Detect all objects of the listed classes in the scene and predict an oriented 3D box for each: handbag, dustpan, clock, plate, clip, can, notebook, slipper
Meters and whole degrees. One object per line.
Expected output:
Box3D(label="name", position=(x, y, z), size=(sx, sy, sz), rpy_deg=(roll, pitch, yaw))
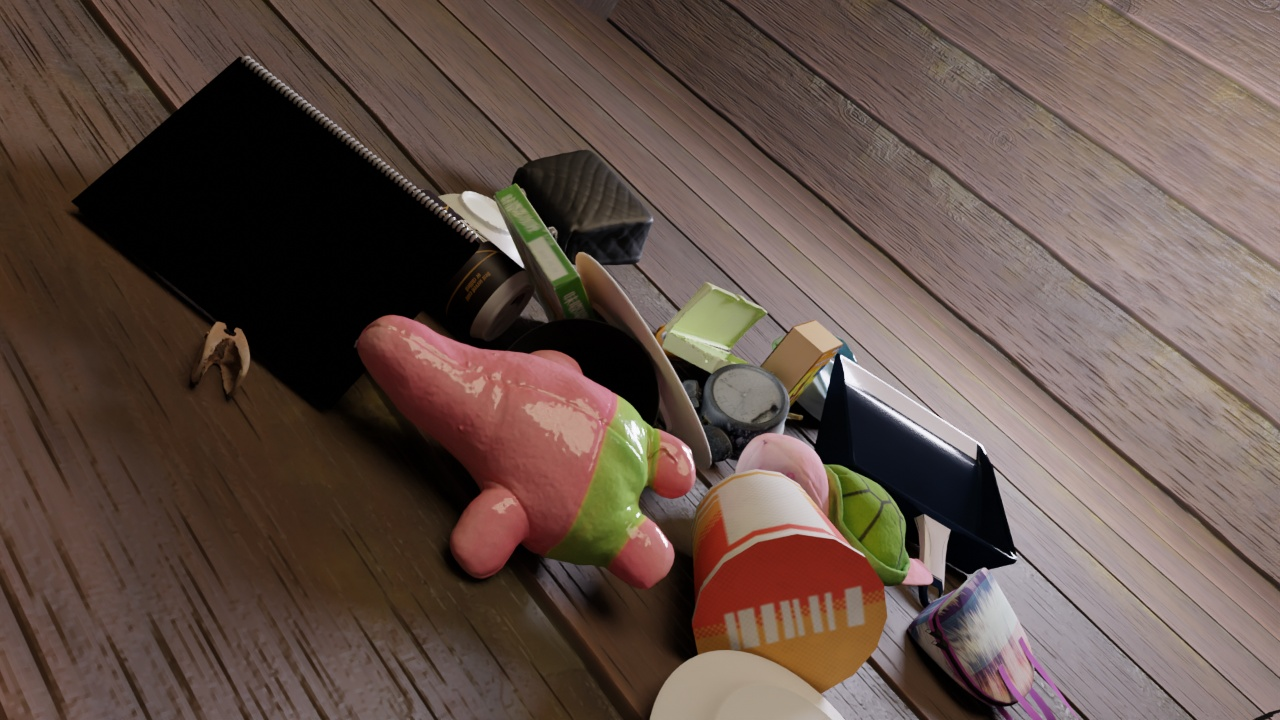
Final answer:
Box3D(label="handbag", position=(-0.078, -0.163, 1.080), size=(0.124, 0.115, 0.153), rpy_deg=(-13, 53, -33))
Box3D(label="handbag", position=(0.324, 0.277, 0.805), size=(0.144, 0.068, 0.170), rpy_deg=(-11, 58, -53))
Box3D(label="dustpan", position=(0.300, 0.142, 0.978), size=(0.236, 0.080, 0.272), rpy_deg=(30, 57, -17))
Box3D(label="clock", position=(0.084, 0.052, 0.874), size=(0.129, 0.052, 0.090), rpy_deg=(-15, 54, -20))
Box3D(label="plate", position=(-0.004, 0.005, 0.767), size=(0.208, 0.015, 0.209), rpy_deg=(57, -9, 14))
Box3D(label="clip", position=(-0.241, -0.002, 0.539), size=(0.045, 0.024, 0.062), rpy_deg=(31, 19, -15))
Box3D(label="plate", position=(0.086, 0.244, 0.509), size=(0.188, 0.016, 0.188), rpy_deg=(28, 33, -20))
Box3D(label="can", position=(-0.157, -0.080, 0.766), size=(0.128, 0.072, 0.071), rpy_deg=(40, 21, 6))
Box3D(label="notebook", position=(-0.231, -0.089, 0.598), size=(0.206, 0.148, 0.016), rpy_deg=(38, -19, 2))
Box3D(label="slipper", position=(0.225, 0.018, 1.104), size=(0.245, 0.074, 0.104), rpy_deg=(24, 41, -62))

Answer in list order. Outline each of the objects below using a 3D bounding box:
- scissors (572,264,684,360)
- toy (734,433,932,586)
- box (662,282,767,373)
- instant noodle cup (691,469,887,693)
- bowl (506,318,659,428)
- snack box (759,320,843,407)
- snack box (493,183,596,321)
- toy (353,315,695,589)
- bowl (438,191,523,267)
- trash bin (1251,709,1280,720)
Box3D(label="scissors", position=(0.003, -0.021, 0.974), size=(0.224, 0.016, 0.225), rpy_deg=(12, 34, -48))
Box3D(label="toy", position=(0.171, 0.136, 0.815), size=(0.238, 0.088, 0.190), rpy_deg=(34, 15, -27))
Box3D(label="box", position=(0.097, -0.013, 0.984), size=(0.083, 0.092, 0.187), rpy_deg=(52, 18, 20))
Box3D(label="instant noodle cup", position=(0.090, 0.145, 0.638), size=(0.123, 0.123, 0.121), rpy_deg=(31, 14, -15))
Box3D(label="bowl", position=(-0.048, 0.035, 0.690), size=(0.124, 0.124, 0.053), rpy_deg=(42, -16, 13))
Box3D(label="snack box", position=(0.147, 0.022, 0.957), size=(0.040, 0.126, 0.088), rpy_deg=(43, 22, 14))
Box3D(label="snack box", position=(-0.066, -0.051, 0.781), size=(0.132, 0.027, 0.168), rpy_deg=(55, -10, 38))
Box3D(label="toy", position=(-0.076, 0.049, 0.585), size=(0.236, 0.097, 0.191), rpy_deg=(33, 40, -12))
Box3D(label="bowl", position=(-0.155, -0.115, 0.855), size=(0.113, 0.063, 0.113), rpy_deg=(31, 23, -15))
Box3D(label="trash bin", position=(0.424, 0.384, 0.572), size=(0.220, 0.198, 0.197), rpy_deg=(51, 23, 18))
